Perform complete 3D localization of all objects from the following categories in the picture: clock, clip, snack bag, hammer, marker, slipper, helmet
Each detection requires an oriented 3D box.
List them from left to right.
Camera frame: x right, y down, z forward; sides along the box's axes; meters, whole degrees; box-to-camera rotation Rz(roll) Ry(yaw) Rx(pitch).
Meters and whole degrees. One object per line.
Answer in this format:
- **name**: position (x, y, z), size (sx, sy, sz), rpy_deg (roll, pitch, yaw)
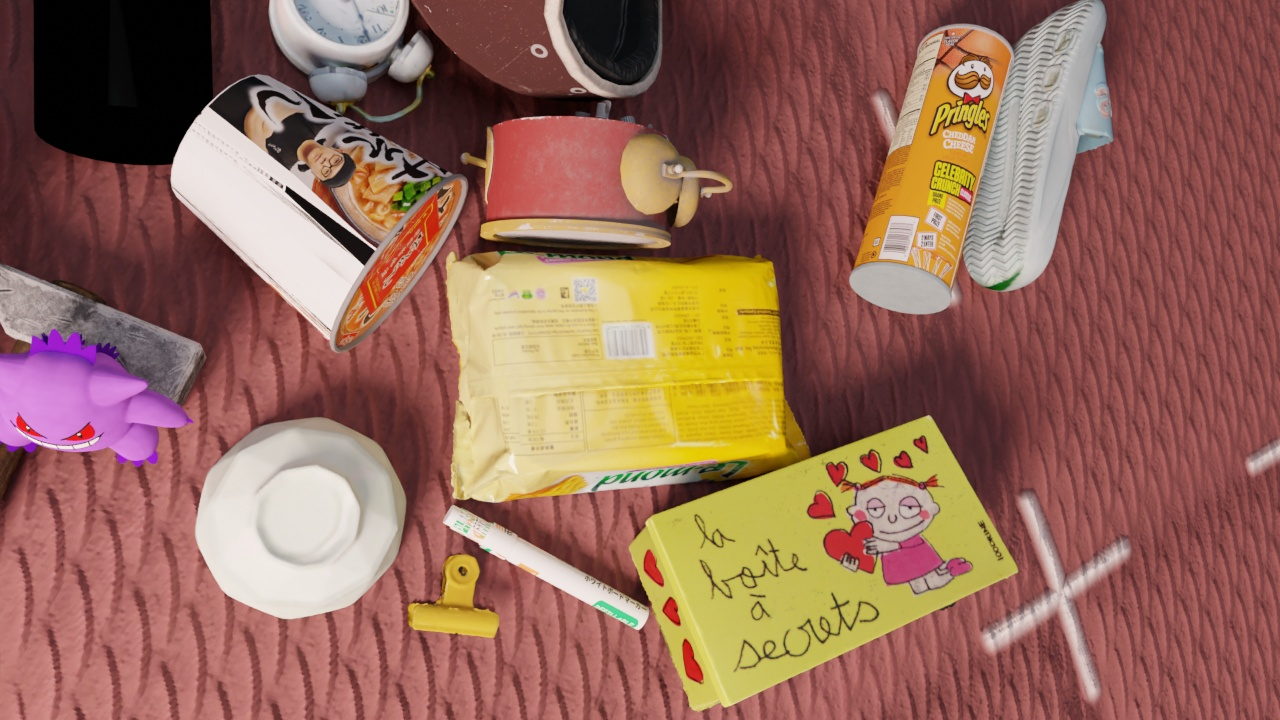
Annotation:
- **hammer**: position (-0.388, 0.081, 0.450), size (0.217, 0.037, 0.300), rpy_deg (25, 74, -16)
- **clock**: position (-0.178, -0.204, 0.569), size (0.083, 0.057, 0.117), rpy_deg (-32, 101, -23)
- **clip**: position (-0.113, 0.144, 0.560), size (0.054, 0.044, 0.049), rpy_deg (11, 41, -19)
- **marker**: position (-0.058, 0.132, 0.582), size (0.145, 0.017, 0.017), rpy_deg (32, 71, -14)
- **clock**: position (-0.023, -0.114, 0.563), size (0.159, 0.117, 0.081), rpy_deg (3, 92, 16)
- **helmet**: position (-0.020, -0.274, 0.541), size (0.234, 0.254, 0.232), rpy_deg (59, 30, -17)
- **snack bag**: position (-0.004, 0.003, 0.597), size (0.247, 0.068, 0.159), rpy_deg (-3, 81, -22)
- **slipper**: position (0.324, -0.169, 0.740), size (0.074, 0.104, 0.245), rpy_deg (17, 82, -20)

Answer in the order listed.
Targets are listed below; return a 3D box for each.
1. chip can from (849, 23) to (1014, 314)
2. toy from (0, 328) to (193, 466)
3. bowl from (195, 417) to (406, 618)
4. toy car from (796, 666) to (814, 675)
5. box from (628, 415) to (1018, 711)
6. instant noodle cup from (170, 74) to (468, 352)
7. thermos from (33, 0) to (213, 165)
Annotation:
- **chip can**: position (0.226, -0.148, 0.709), size (0.075, 0.075, 0.214), rpy_deg (25, 73, -16)
- **toy**: position (-0.271, 0.015, 0.438), size (0.106, 0.088, 0.055), rpy_deg (10, 73, -20)
- **bowl**: position (-0.188, 0.087, 0.515), size (0.117, 0.061, 0.117), rpy_deg (3, 80, -20)
- **toy car**: position (0.125, 0.181, 0.641), size (0.089, 0.027, 0.038), rpy_deg (-28, 82, -26)
- **box**: position (0.115, 0.130, 0.598), size (0.220, 0.082, 0.124), rpy_deg (-13, 68, -22)
- **instant noodle cup**: position (-0.184, -0.090, 0.521), size (0.122, 0.124, 0.123), rpy_deg (36, 70, -3)
- **thermos**: position (-0.287, -0.219, 0.511), size (0.086, 0.086, 0.198), rpy_deg (-2, 82, -22)
